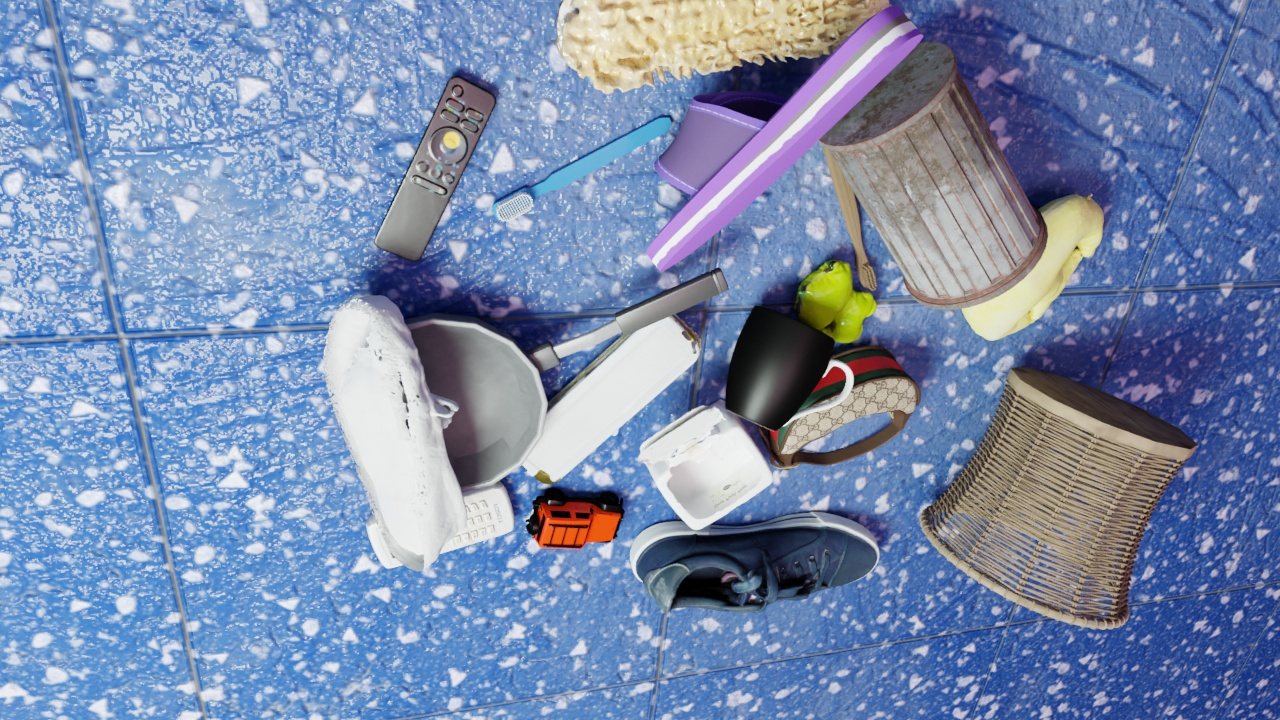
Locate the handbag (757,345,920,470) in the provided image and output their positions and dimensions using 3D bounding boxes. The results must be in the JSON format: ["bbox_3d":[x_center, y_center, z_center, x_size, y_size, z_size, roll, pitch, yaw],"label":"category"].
[{"bbox_3d":[0.203,0.061,0.947,0.166,0.063,0.138,-20,133,-5],"label":"handbag"}]

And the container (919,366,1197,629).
[{"bbox_3d":[0.444,0.134,0.974,0.226,0.227,0.196,12,108,-23],"label":"container"}]

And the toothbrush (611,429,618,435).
[{"bbox_3d":[-0.005,0.005,0.872,0.022,0.016,0.155,31,114,17],"label":"toothbrush"}]

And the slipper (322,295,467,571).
[{"bbox_3d":[-0.194,0.060,0.757,0.112,0.074,0.247,5,121,23],"label":"slipper"}]

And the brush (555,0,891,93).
[{"bbox_3d":[0.067,-0.268,0.708,0.271,0.056,0.083,-12,121,-11],"label":"brush"}]

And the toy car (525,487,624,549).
[{"bbox_3d":[-0.064,0.164,0.927,0.100,0.048,0.051,7,117,-21],"label":"toy car"}]

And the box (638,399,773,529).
[{"bbox_3d":[0.053,0.087,0.903,0.110,0.083,0.190,-35,140,3],"label":"box"}]

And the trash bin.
[{"bbox_3d":[0.255,-0.149,0.794,0.131,0.130,0.211,-39,122,7],"label":"trash bin"}]

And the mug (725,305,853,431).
[{"bbox_3d":[0.139,0.018,0.861,0.119,0.085,0.100,24,91,-9],"label":"mug"}]

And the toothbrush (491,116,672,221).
[{"bbox_3d":[-0.048,-0.159,0.762,0.166,0.014,0.016,-28,124,-1],"label":"toothbrush"}]

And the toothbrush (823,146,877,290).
[{"bbox_3d":[0.196,-0.134,0.852,0.016,0.016,0.167,-27,123,-3],"label":"toothbrush"}]

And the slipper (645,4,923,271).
[{"bbox_3d":[0.086,-0.188,0.718,0.084,0.107,0.267,51,125,3],"label":"slipper"}]

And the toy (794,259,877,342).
[{"bbox_3d":[0.186,-0.054,0.885,0.093,0.036,0.094,5,125,-26],"label":"toy"}]

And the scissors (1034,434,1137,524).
[{"bbox_3d":[0.551,0.142,1.126,0.131,0.012,0.170,-1,117,-14],"label":"scissors"}]

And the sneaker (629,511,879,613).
[{"bbox_3d":[0.143,0.234,0.990,0.294,0.127,0.121,1,120,-20],"label":"sneaker"}]

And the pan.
[{"bbox_3d":[-0.091,-0.001,0.806,0.357,0.041,0.179,-24,120,4],"label":"pan"}]

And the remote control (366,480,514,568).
[{"bbox_3d":[-0.194,0.159,0.897,0.138,0.025,0.060,-16,123,-8],"label":"remote control"}]

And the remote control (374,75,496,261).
[{"bbox_3d":[-0.164,-0.150,0.728,0.041,0.020,0.152,22,110,-26],"label":"remote control"}]

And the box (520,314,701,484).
[{"bbox_3d":[-0.034,0.036,0.858,0.210,0.033,0.064,-42,109,14],"label":"box"}]

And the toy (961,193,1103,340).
[{"bbox_3d":[0.386,-0.094,0.905,0.154,0.064,0.171,13,120,-44],"label":"toy"}]
